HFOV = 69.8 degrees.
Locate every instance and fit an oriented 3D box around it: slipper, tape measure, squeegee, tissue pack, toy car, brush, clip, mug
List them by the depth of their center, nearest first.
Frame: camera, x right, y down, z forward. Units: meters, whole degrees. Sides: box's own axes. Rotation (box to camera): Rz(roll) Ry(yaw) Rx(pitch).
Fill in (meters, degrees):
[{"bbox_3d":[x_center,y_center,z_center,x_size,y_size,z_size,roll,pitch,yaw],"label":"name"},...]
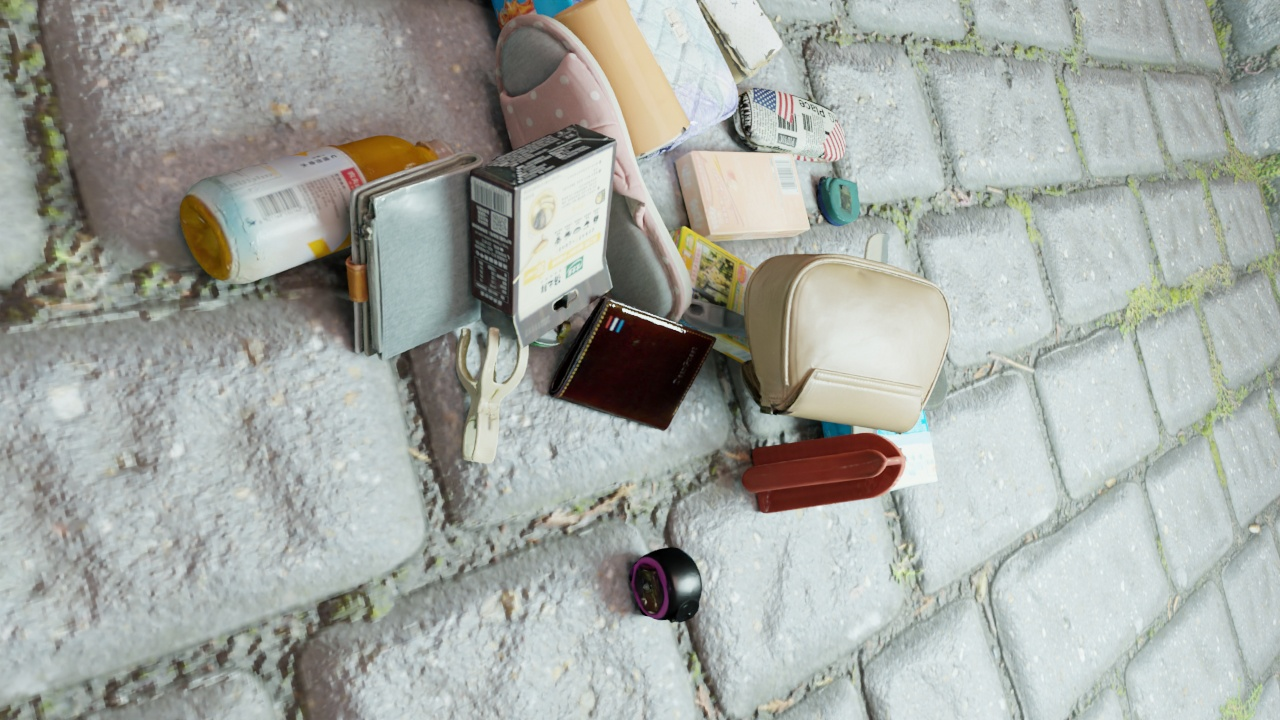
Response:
[{"bbox_3d":[-0.107,0.019,0.670,0.035,0.093,0.103,13,59,-38],"label":"clip"},{"bbox_3d":[-0.080,-0.054,0.729,0.043,0.036,0.091,14,66,-39],"label":"toy car"},{"bbox_3d":[-0.044,-0.140,0.738,0.054,0.114,0.274,-42,113,-43],"label":"slipper"},{"bbox_3d":[0.019,0.181,0.740,0.039,0.057,0.058,-4,90,-40],"label":"tape measure"},{"bbox_3d":[-0.018,-0.231,0.742,0.078,0.078,0.123,-47,122,-38],"label":"mug"},{"bbox_3d":[0.166,0.100,0.826,0.069,0.146,0.063,7,73,-53],"label":"brush"},{"bbox_3d":[0.128,-0.025,0.856,0.246,0.039,0.246,10,80,-32],"label":"squeegee"},{"bbox_3d":[0.246,0.091,0.951,0.139,0.063,0.090,-2,79,-41],"label":"tissue pack"},{"bbox_3d":[0.225,-0.179,1.030,0.058,0.025,0.054,2,76,-39],"label":"tape measure"}]

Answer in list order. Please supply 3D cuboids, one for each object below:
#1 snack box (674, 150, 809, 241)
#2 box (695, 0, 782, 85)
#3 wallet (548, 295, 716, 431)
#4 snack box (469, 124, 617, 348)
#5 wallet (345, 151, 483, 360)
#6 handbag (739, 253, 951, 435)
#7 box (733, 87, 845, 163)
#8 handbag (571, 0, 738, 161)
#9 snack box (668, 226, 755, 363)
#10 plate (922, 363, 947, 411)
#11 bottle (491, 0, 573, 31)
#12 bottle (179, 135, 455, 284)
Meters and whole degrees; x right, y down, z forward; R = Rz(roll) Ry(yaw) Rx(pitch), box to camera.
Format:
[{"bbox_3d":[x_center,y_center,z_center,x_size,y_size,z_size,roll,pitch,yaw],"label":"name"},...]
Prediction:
[{"bbox_3d":[0.106,-0.165,0.924,0.157,0.026,0.084,-10,85,-41],"label":"snack box"},{"bbox_3d":[0.070,-0.355,0.924,0.089,0.060,0.184,-46,111,-37],"label":"box"},{"bbox_3d":[-0.004,0.004,0.758,0.122,0.020,0.096,19,110,-37],"label":"wallet"},{"bbox_3d":[-0.067,-0.092,0.665,0.113,0.053,0.126,-38,147,-44],"label":"snack box"},{"bbox_3d":[-0.155,-0.071,0.631,0.106,0.037,0.130,-29,141,-40],"label":"wallet"},{"bbox_3d":[0.177,-0.017,0.810,0.204,0.100,0.147,10,88,-32],"label":"handbag"},{"bbox_3d":[0.159,-0.249,0.987,0.164,0.058,0.071,3,60,-41],"label":"box"},{"bbox_3d":[0.006,-0.293,0.840,0.133,0.076,0.194,-38,103,-40],"label":"handbag"},{"bbox_3d":[0.075,-0.057,0.867,0.140,0.034,0.086,26,63,-35],"label":"snack box"},{"bbox_3d":[0.278,-0.027,0.996,0.179,0.024,0.179,27,40,-26],"label":"plate"},{"bbox_3d":[-0.120,-0.365,0.759,0.065,0.065,0.218,-27,97,-41],"label":"bottle"},{"bbox_3d":[-0.205,-0.110,0.617,0.189,0.068,0.068,-31,99,-41],"label":"bottle"}]
